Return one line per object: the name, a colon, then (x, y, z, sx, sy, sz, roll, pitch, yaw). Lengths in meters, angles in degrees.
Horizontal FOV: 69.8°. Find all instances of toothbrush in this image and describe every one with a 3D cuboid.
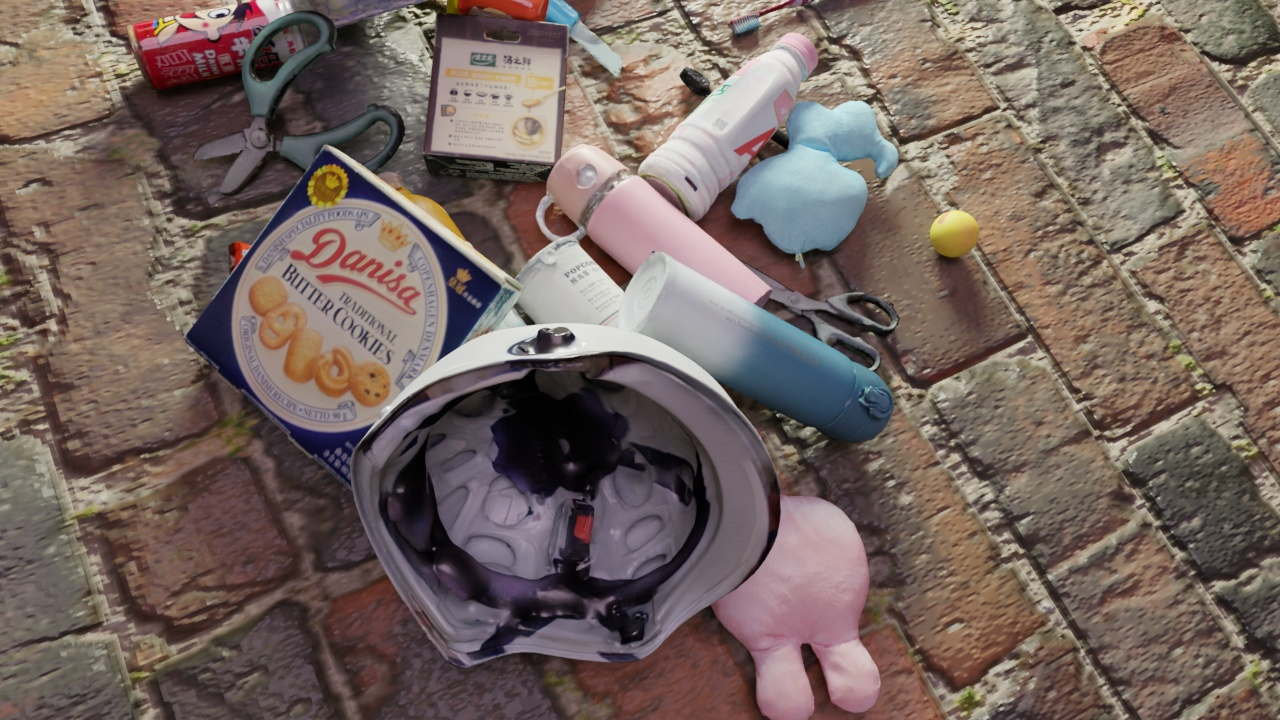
toothbrush: (0.167, -0.352, 0.895, 0.187, 0.016, 0.017, -25, 81, -16)
toothbrush: (0.114, -0.212, 0.831, 0.189, 0.018, 0.014, 35, 77, 6)

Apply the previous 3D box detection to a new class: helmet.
helmet: (-0.046, 0.071, 0.606, 0.259, 0.145, 0.229, -17, 114, 7)

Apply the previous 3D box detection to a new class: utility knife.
utility knife: (-0.091, -0.332, 0.853, 0.204, 0.018, 0.034, 43, 81, 10)

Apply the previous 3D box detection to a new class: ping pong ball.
ping pong ball: (0.272, -0.110, 0.797, 0.040, 0.040, 0.040, 3, 68, -6)

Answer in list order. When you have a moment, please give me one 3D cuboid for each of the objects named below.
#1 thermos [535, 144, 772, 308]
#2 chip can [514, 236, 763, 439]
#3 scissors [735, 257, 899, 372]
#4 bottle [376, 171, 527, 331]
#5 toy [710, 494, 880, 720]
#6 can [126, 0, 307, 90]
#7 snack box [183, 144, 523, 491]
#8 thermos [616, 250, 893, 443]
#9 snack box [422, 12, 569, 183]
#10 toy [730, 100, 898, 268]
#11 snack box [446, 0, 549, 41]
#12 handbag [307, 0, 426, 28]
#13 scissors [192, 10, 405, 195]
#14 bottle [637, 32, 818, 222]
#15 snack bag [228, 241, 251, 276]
thermos: (0.005, -0.089, 0.744, 0.198, 0.067, 0.087, 40, 88, 9)
chip can: (-0.004, 0.004, 0.699, 0.071, 0.071, 0.214, -40, 78, -20)
scissors: (0.130, -0.043, 0.767, 0.170, 0.014, 0.150, -7, 68, -10)
bottle: (-0.155, -0.065, 0.709, 0.068, 0.068, 0.189, -31, 75, -18)
toy: (0.109, 0.173, 0.653, 0.121, 0.054, 0.159, -9, 69, -3)
can: (-0.353, -0.269, 0.774, 0.132, 0.053, 0.053, -17, 71, -13)
snack box: (-0.207, -0.032, 0.657, 0.178, 0.045, 0.182, 37, 93, 15)
thermos: (0.090, -0.003, 0.675, 0.220, 0.070, 0.070, 26, 65, -21)
snack box: (-0.120, -0.219, 0.776, 0.113, 0.053, 0.125, 4, 76, -5)
toy: (0.152, -0.156, 0.795, 0.161, 0.050, 0.156, -1, 73, -12)
snack box: (-0.123, -0.309, 0.802, 0.080, 0.091, 0.081, 19, 65, -7)
handbag: (-0.206, -0.359, 0.765, 0.194, 0.075, 0.134, 0, 60, 36)
scissors: (-0.274, -0.192, 0.759, 0.176, 0.019, 0.175, 31, 85, -9)
bottle: (0.081, -0.204, 0.787, 0.068, 0.068, 0.196, 39, 74, 9)
snack bag: (-0.273, -0.071, 0.719, 0.104, 0.026, 0.048, 1, 75, -8)
